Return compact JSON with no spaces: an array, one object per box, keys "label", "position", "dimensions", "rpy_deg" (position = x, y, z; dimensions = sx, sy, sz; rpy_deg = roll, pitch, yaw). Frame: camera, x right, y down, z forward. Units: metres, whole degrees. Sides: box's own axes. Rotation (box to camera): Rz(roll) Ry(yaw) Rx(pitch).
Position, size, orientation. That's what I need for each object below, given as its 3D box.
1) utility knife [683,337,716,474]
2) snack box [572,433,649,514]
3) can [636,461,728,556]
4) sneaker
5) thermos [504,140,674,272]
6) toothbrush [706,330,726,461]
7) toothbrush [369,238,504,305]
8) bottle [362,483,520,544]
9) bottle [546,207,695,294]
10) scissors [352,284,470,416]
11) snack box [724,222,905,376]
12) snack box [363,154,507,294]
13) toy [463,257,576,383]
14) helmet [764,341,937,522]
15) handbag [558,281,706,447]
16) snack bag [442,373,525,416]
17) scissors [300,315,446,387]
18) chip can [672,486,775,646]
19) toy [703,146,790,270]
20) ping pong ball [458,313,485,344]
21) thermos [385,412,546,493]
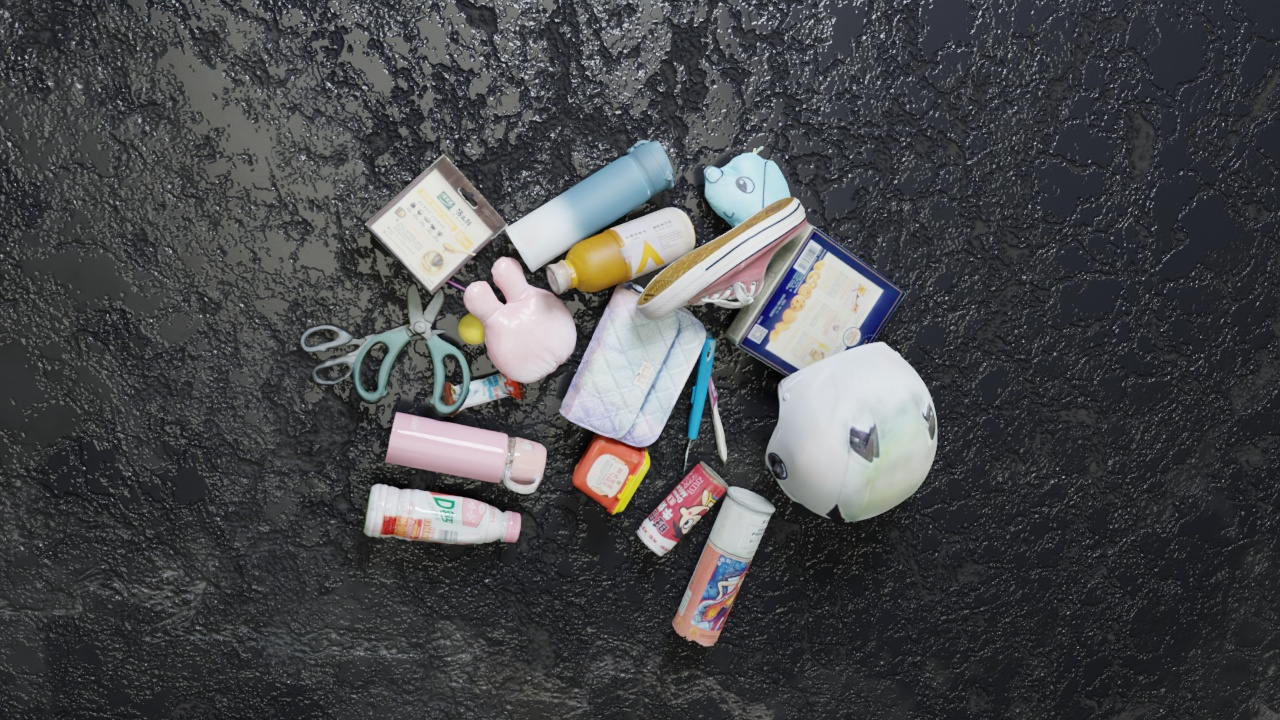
[{"label":"utility knife","position":[0.075,0.063,1.228],"dimensions":[0.018,0.034,0.205],"rpy_deg":[8,110,-4]},{"label":"snack box","position":[-0.040,0.144,1.211],"dimensions":[0.080,0.082,0.091],"rpy_deg":[30,98,-6]},{"label":"can","position":[0.057,0.203,1.256],"dimensions":[0.053,0.053,0.133],"rpy_deg":[42,93,-17]},{"label":"sneaker","position":[0.110,-0.105,1.118],"dimensions":[0.240,0.118,0.088],"rpy_deg":[-33,107,-10]},{"label":"thermos","position":[-0.060,-0.193,1.131],"dimensions":[0.220,0.070,0.070],"rpy_deg":[-33,107,-2]},{"label":"toothbrush","position":[0.102,0.050,1.246],"dimensions":[0.017,0.016,0.188],"rpy_deg":[-15,106,-17]},{"label":"toothbrush","position":[-0.249,-0.105,1.146],"dimensions":[0.189,0.018,0.014],"rpy_deg":[27,98,-19]},{"label":"bottle","position":[-0.256,0.205,1.195],"dimensions":[0.196,0.068,0.068],"rpy_deg":[10,102,-16]},{"label":"bottle","position":[-0.024,-0.131,1.129],"dimensions":[0.189,0.068,0.068],"rpy_deg":[-23,107,-20]},{"label":"scissors","position":[-0.295,-0.007,1.144],"dimensions":[0.176,0.019,0.175],"rpy_deg":[-13,97,-6]},{"label":"snack box","position":[0.232,-0.062,1.211],"dimensions":[0.182,0.046,0.178],"rpy_deg":[30,98,-27]},{"label":"snack box","position":[-0.246,-0.162,1.103],"dimensions":[0.125,0.053,0.113],"rpy_deg":[-45,108,-11]},{"label":"toy","position":[-0.149,-0.050,1.143],"dimensions":[0.121,0.054,0.159],"rpy_deg":[-44,117,-22]},{"label":"helmet","position":[0.295,0.113,1.198],"dimensions":[0.228,0.146,0.259],"rpy_deg":[-13,121,-22]},{"label":"handbag","position":[-0.007,0.007,1.183],"dimensions":[0.134,0.075,0.194],"rpy_deg":[23,98,-13]},{"label":"snack bag","position":[-0.202,0.039,1.182],"dimensions":[0.104,0.026,0.048],"rpy_deg":[-11,94,-8]},{"label":"scissors","position":[-0.338,-0.028,1.147],"dimensions":[0.150,0.014,0.171],"rpy_deg":[37,94,-18]},{"label":"chip can","position":[0.113,0.287,1.278],"dimensions":[0.071,0.071,0.215],"rpy_deg":[19,101,-14]},{"label":"toy","position":[0.146,-0.193,1.176],"dimensions":[0.161,0.050,0.156],"rpy_deg":[12,104,-18]},{"label":"ping pong ball","position":[-0.209,-0.040,1.152],"dimensions":[0.040,0.040,0.040],"rpy_deg":[-2,104,-10]},{"label":"thermos","position":[-0.221,0.123,1.169],"dimensions":[0.198,0.087,0.067],"rpy_deg":[14,122,-13]}]
